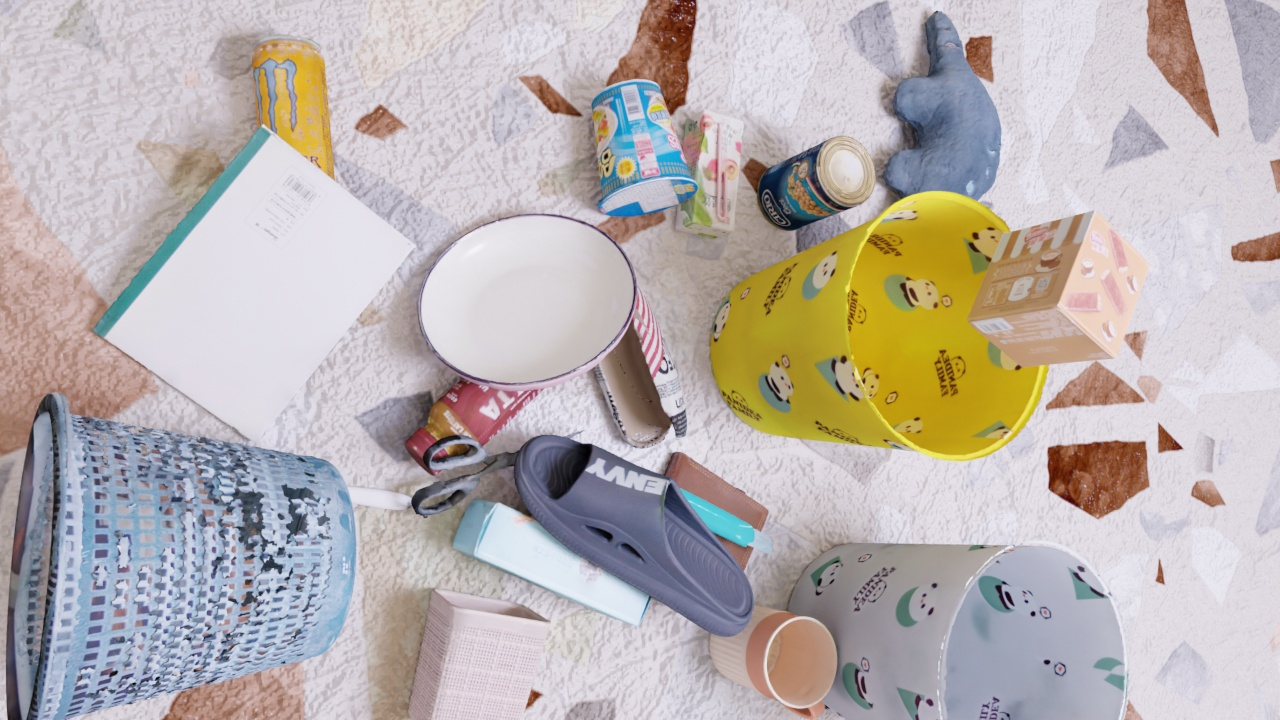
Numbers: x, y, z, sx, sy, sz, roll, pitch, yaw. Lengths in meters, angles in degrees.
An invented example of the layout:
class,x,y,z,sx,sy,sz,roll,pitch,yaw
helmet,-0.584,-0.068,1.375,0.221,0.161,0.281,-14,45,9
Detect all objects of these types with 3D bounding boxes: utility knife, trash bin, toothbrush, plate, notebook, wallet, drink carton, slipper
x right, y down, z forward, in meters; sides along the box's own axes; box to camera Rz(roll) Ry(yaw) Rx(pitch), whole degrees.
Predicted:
class,x,y,z,sx,sy,sz,roll,pitch,yaw
utility knife,0.055,0.147,0.890,0.174,0.013,0.029,28,68,-10
trash bin,0.208,-0.019,0.882,0.229,0.256,0.229,3,84,-26
toothbrush,-0.278,0.107,0.766,0.180,0.016,0.016,13,84,-25
trash bin,0.287,0.279,0.893,0.229,0.252,0.229,3,84,-26
trash bin,-0.320,0.142,0.650,0.194,0.227,0.226,7,82,-38
plate,-0.098,-0.048,0.813,0.192,0.039,0.192,-2,55,3
notebook,-0.305,-0.059,0.734,0.150,0.012,0.209,40,89,-18
wallet,0.063,0.164,0.921,0.124,0.032,0.101,35,68,-19
drink carton,0.072,-0.192,0.950,0.053,0.046,0.122,10,81,-26
slipper,0.013,0.140,0.812,0.268,0.083,0.110,38,28,-14

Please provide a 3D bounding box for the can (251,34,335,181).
class,x,y,z,sx,sy,sz,roll,pitch,yaw
can,-0.289,-0.191,0.767,0.058,0.058,0.146,-5,87,-26

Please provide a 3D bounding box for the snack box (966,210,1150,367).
class,x,y,z,sx,sy,sz,roll,pitch,yaw
snack box,0.343,-0.056,0.755,0.077,0.093,0.094,35,71,-19

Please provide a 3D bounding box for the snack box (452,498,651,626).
class,x,y,z,sx,sy,sz,roll,pitch,yaw
snack box,-0.077,0.181,0.825,0.174,0.074,0.051,29,72,-21

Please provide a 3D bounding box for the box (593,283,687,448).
class,x,y,z,sx,sy,sz,roll,pitch,yaw
box,-0.010,0.006,0.890,0.086,0.076,0.163,-21,95,13

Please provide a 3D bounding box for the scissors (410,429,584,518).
class,x,y,z,sx,sy,sz,roll,pitch,yaw
scissors,-0.124,0.088,0.810,0.165,0.014,0.163,-38,145,-8

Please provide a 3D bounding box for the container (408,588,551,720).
class,x,y,z,sx,sy,sz,roll,pitch,yaw
container,-0.140,0.262,0.779,0.090,0.090,0.111,17,80,-24

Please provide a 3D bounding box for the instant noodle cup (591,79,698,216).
class,x,y,z,sx,sy,sz,roll,pitch,yaw
instant noodle cup,-0.004,-0.208,0.893,0.099,0.099,0.110,-8,82,-27

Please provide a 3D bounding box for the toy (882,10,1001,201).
class,x,y,z,sx,sy,sz,roll,pitch,yaw
toy,0.353,-0.254,1.078,0.138,0.091,0.355,15,76,4

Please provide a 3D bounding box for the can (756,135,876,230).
class,x,y,z,sx,sy,sz,roll,pitch,yaw
can,0.184,-0.186,0.967,0.075,0.111,0.075,3,84,-26

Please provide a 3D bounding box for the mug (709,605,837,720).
class,x,y,z,sx,sy,sz,roll,pitch,yaw
mug,0.134,0.297,0.898,0.081,0.106,0.114,-35,100,-25

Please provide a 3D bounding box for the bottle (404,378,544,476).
class,x,y,z,sx,sy,sz,roll,pitch,yaw
bottle,-0.132,0.031,0.821,0.174,0.058,0.057,-44,104,-23
